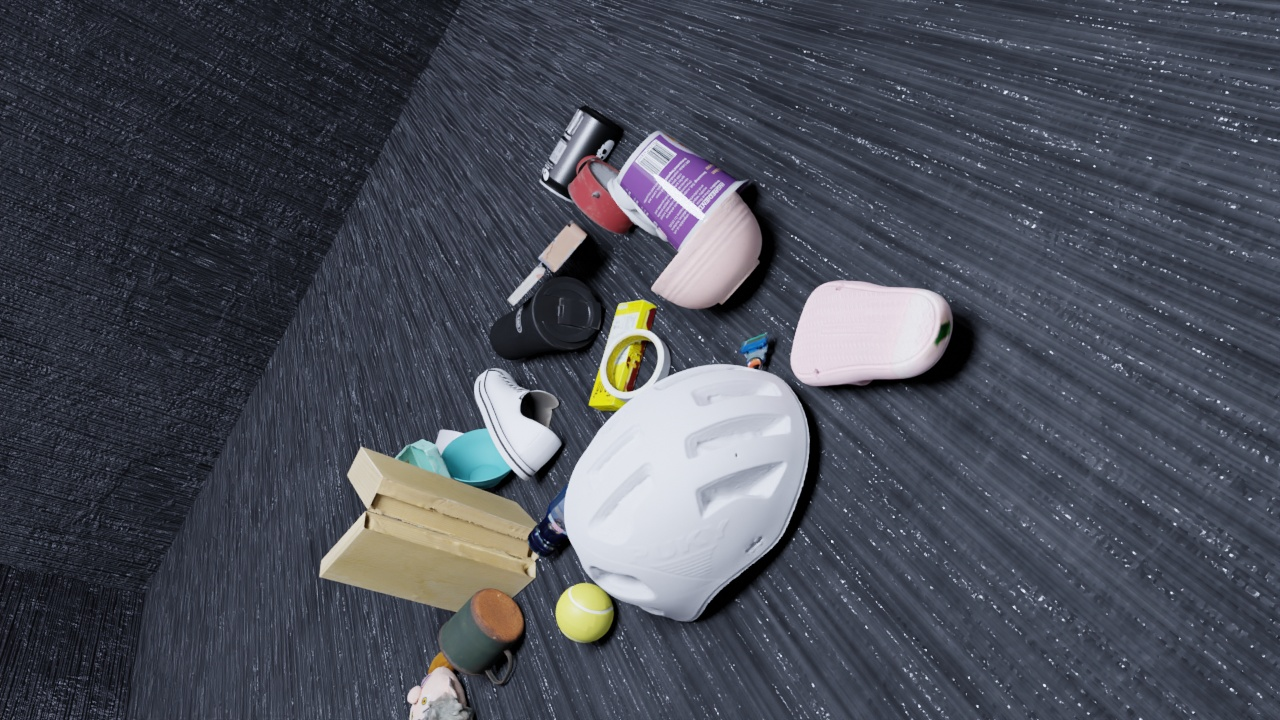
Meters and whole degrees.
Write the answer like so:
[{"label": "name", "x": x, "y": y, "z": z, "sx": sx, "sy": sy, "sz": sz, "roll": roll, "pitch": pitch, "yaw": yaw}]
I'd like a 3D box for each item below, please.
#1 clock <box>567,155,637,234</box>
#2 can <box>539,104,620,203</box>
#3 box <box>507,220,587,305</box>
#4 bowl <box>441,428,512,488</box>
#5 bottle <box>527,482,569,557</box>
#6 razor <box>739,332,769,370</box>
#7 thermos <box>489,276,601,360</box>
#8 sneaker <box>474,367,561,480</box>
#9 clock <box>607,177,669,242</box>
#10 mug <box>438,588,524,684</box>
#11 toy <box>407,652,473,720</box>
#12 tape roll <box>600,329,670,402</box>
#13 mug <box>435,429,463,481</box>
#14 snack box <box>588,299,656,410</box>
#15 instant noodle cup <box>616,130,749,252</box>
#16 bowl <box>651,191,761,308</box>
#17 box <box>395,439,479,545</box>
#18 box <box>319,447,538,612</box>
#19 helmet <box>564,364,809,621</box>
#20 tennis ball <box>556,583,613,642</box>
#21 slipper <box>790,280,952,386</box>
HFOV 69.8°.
[{"label": "clock", "x": -0.053, "y": -0.247, "z": 1.358, "sx": 0.062, "sy": 0.110, "sz": 0.156, "roll": -48, "pitch": 28, "yaw": 26}, {"label": "can", "x": -0.100, "y": -0.341, "z": 1.517, "sx": 0.146, "sy": 0.080, "sz": 0.080, "roll": -57, "pitch": 32, "yaw": 14}, {"label": "box", "x": -0.141, "y": -0.147, "z": 1.388, "sx": 0.151, "sy": 0.043, "sz": 0.216, "roll": -52, "pitch": 9, "yaw": 5}, {"label": "bowl", "x": -0.237, "y": 0.159, "z": 1.384, "sx": 0.121, "sy": 0.121, "sz": 0.046, "roll": -118, "pitch": 19, "yaw": -53}, {"label": "bottle", "x": -0.083, "y": 0.186, "z": 1.148, "sx": 0.161, "sy": 0.056, "sz": 0.056, "roll": -48, "pitch": 35, "yaw": 27}, {"label": "razor", "x": 0.120, "y": 0.041, "z": 0.983, "sx": 0.044, "sy": 0.018, "sz": 0.140, "roll": -21, "pitch": 56, "yaw": 53}, {"label": "thermos", "x": -0.153, "y": -0.053, "z": 1.386, "sx": 0.219, "sy": 0.105, "sz": 0.105, "roll": -17, "pitch": 55, "yaw": 57}, {"label": "sneaker", "x": -0.172, "y": 0.069, "z": 1.347, "sx": 0.097, "sy": 0.091, "sz": 0.245, "roll": -40, "pitch": 30, "yaw": 4}, {"label": "clock", "x": 0.011, "y": -0.211, "z": 1.232, "sx": 0.061, "sy": 0.120, "sz": 0.159, "roll": -44, "pitch": 26, "yaw": 22}, {"label": "mug", "x": -0.196, "y": 0.360, "z": 1.184, "sx": 0.081, "sy": 0.084, "sz": 0.111, "roll": -48, "pitch": 66, "yaw": 23}, {"label": "toy", "x": -0.275, "y": 0.464, "z": 1.230, "sx": 0.133, "sy": 0.076, "sz": 0.175, "roll": -51, "pitch": 26, "yaw": 22}, {"label": "tape roll", "x": -0.007, "y": 0.007, "z": 1.164, "sx": 0.094, "sy": 0.019, "sz": 0.094, "roll": -14, "pitch": 62, "yaw": 28}, {"label": "mug", "x": -0.294, "y": 0.173, "z": 1.464, "sx": 0.120, "sy": 0.083, "sz": 0.096, "roll": 122, "pitch": 163, "yaw": -73}, {"label": "snack box", "x": -0.024, "y": -0.006, "z": 1.222, "sx": 0.061, "sy": 0.025, "sz": 0.148, "roll": -4, "pitch": 65, "yaw": 55}, {"label": "instant noodle cup", "x": 0.047, "y": -0.216, "z": 1.127, "sx": 0.136, "sy": 0.122, "sz": 0.122, "roll": -48, "pitch": -2, "yaw": -23}, {"label": "bowl", "x": 0.088, "y": -0.114, "z": 1.059, "sx": 0.153, "sy": 0.076, "sz": 0.153, "roll": -49, "pitch": -1, "yaw": -2}, {"label": "box", "x": -0.309, "y": 0.215, "z": 1.341, "sx": 0.079, "sy": 0.189, "sz": 0.077, "roll": -28, "pitch": 19, "yaw": -26}, {"label": "box", "x": -0.263, "y": 0.230, "z": 1.204, "sx": 0.142, "sy": 0.248, "sz": 0.184, "roll": -12, "pitch": 59, "yaw": 53}, {"label": "helmet", "x": 0.048, "y": 0.124, "z": 0.937, "sx": 0.283, "sy": 0.184, "sz": 0.224, "roll": -36, "pitch": 44, "yaw": 15}, {"label": "tennis ball", "x": -0.063, "y": 0.286, "z": 1.040, "sx": 0.065, "sy": 0.065, "sz": 0.065, "roll": -35, "pitch": 42, "yaw": 39}, {"label": "slipper", "x": 0.208, "y": -0.021, "z": 0.857, "sx": 0.222, "sy": 0.055, "sz": 0.106, "roll": 5, "pitch": 74, "yaw": 67}]
